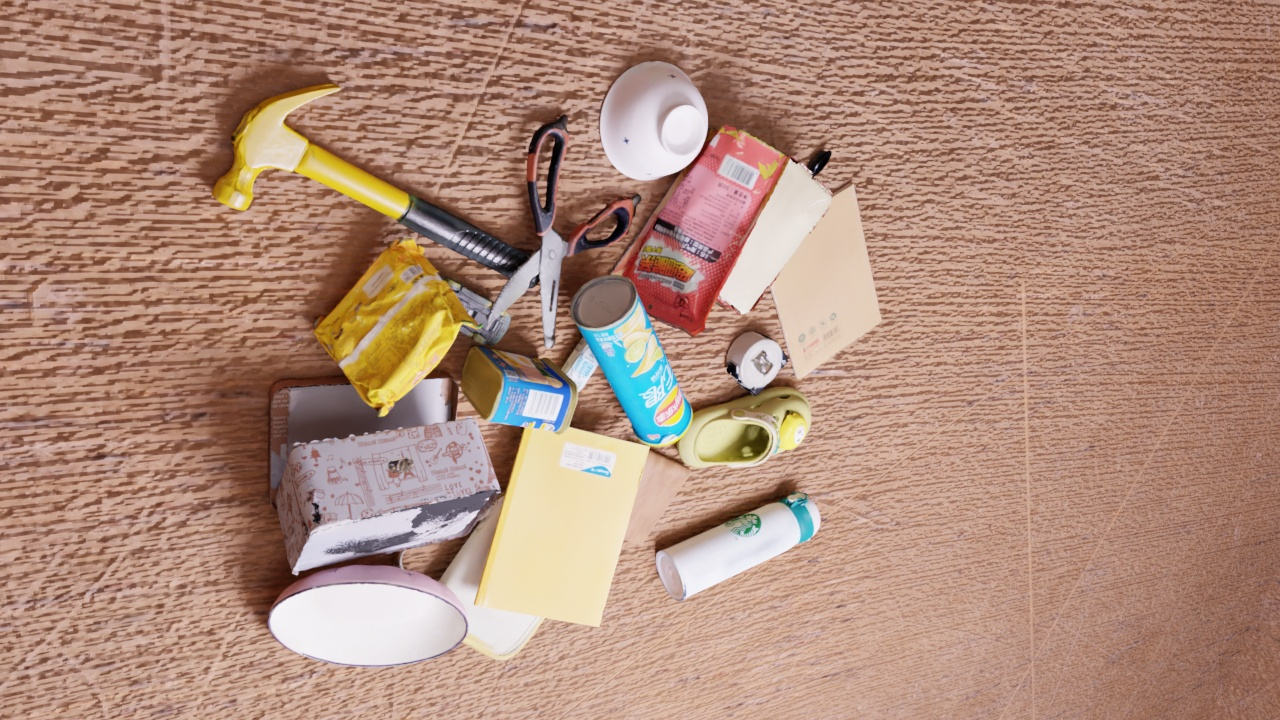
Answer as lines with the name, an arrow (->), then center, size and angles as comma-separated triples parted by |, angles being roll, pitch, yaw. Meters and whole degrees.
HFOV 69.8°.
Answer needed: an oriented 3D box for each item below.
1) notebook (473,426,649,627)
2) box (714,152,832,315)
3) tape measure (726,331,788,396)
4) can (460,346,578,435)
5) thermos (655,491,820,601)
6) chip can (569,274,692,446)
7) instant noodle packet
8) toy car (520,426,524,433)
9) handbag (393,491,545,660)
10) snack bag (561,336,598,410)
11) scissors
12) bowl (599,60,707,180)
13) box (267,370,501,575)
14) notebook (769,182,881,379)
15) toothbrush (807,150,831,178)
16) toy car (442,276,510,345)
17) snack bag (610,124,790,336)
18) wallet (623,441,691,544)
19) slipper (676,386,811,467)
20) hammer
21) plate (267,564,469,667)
notebook -> -0.081, 0.175, 0.981 | 0.145, 0.010, 0.206 | 16, 90, -22
box -> 0.128, -0.136, 0.994 | 0.091, 0.078, 0.168 | 36, 91, -25
tape measure -> 0.137, 0.000, 1.100 | 0.065, 0.033, 0.066 | -50, 128, -5
can -> -0.122, 0.028, 0.908 | 0.083, 0.102, 0.057 | 12, 104, -33
thermos -> 0.131, 0.233, 1.183 | 0.223, 0.073, 0.073 | -19, 120, -25
chip can -> -0.006, 0.006, 0.960 | 0.071, 0.071, 0.210 | -40, 140, -11
instant noodle packet -> -0.215, -0.031, 0.813 | 0.128, 0.111, 0.044 | -42, 170, 11
toy car -> -0.104, 0.101, 0.996 | 0.048, 0.032, 0.105 | -8, 117, -30
handbag -> -0.172, 0.219, 0.999 | 0.178, 0.063, 0.163 | 36, 90, -23
snack bag -> -0.062, 0.001, 0.980 | 0.048, 0.026, 0.104 | 28, 96, -31
scissors -> -0.081, -0.124, 0.890 | 0.224, 0.015, 0.189 | -43, 125, -28
bowl -> 0.026, -0.231, 0.905 | 0.118, 0.065, 0.118 | -14, 119, -27
box -> -0.250, 0.090, 0.868 | 0.181, 0.166, 0.151 | -7, 156, -34
notebook -> 0.226, -0.094, 1.129 | 0.147, 0.008, 0.208 | -33, 125, -16
toothbrush -> 0.154, -0.169, 1.049 | 0.189, 0.016, 0.014 | -49, 137, 0
toy car -> -0.169, -0.048, 0.883 | 0.091, 0.036, 0.043 | 30, 94, -39
snack bag -> 0.060, -0.135, 0.938 | 0.208, 0.129, 0.073 | -60, 147, 1
wallet -> -0.004, 0.160, 1.095 | 0.101, 0.020, 0.115 | 29, 97, -38
slipper -> 0.137, 0.094, 1.115 | 0.190, 0.081, 0.092 | -10, 119, -26
hammer -> -0.211, -0.137, 0.820 | 0.300, 0.033, 0.129 | 26, 97, -37
plate -> -0.267, 0.250, 0.914 | 0.192, 0.039, 0.193 | -3, 140, -3
